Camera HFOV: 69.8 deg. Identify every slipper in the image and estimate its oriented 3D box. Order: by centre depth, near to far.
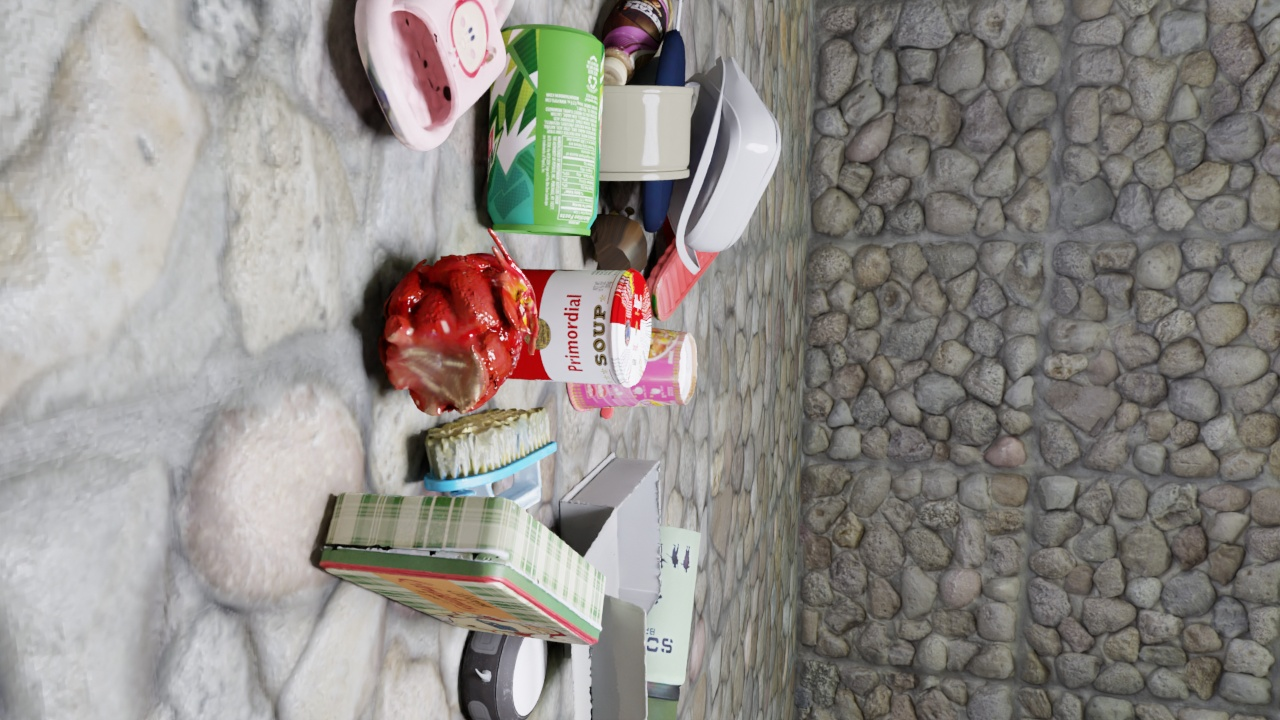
[{"bbox_3d":[-0.116,-0.215,0.578,0.107,0.056,0.221,78,20,-46],"label":"slipper"},{"bbox_3d":[0.055,-0.155,1.164,0.248,0.059,0.104,-59,152,-28],"label":"slipper"}]

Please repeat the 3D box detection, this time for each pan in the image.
[{"bbox_3d":[0.036,-0.307,0.926,0.198,0.021,0.356,-32,129,-84],"label":"pan"}]

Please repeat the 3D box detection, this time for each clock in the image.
[{"bbox_3d":[-0.101,0.244,0.720,0.091,0.044,0.123,-70,156,-46],"label":"clock"}]

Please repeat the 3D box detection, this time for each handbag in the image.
[{"bbox_3d":[0.063,-0.237,1.046,0.222,0.095,0.216,-109,-147,-42],"label":"handbag"}]

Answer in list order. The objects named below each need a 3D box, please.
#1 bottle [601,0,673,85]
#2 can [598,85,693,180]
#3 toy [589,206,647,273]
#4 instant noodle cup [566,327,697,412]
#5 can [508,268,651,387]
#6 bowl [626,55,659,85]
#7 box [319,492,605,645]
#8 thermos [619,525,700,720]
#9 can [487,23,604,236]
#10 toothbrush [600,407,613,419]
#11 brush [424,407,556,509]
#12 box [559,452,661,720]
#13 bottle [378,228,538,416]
[{"bbox_3d":[-0.013,-0.312,0.903,0.165,0.060,0.060,-70,156,-44],"label":"bottle"},{"bbox_3d":[-0.020,-0.194,0.780,0.127,0.128,0.073,-40,133,-68],"label":"can"},{"bbox_3d":[-0.022,-0.123,0.917,0.076,0.063,0.099,42,32,-20],"label":"toy"},{"bbox_3d":[-0.005,0.005,0.893,0.097,0.109,0.097,3,89,-73],"label":"instant noodle cup"},{"bbox_3d":[-0.059,-0.026,0.690,0.086,0.116,0.086,3,89,-73],"label":"can"},{"bbox_3d":[0.005,-0.273,0.984,0.106,0.039,0.106,10,88,-86],"label":"bowl"},{"bbox_3d":[-0.101,0.137,0.582,0.206,0.118,0.050,65,27,-61],"label":"box"},{"bbox_3d":[0.021,0.318,1.099,0.082,0.082,0.231,49,46,-67],"label":"thermos"},{"bbox_3d":[-0.071,-0.167,0.682,0.083,0.083,0.144,-16,109,-73],"label":"can"},{"bbox_3d":[-0.020,-0.036,1.005,0.018,0.012,0.212,62,34,-60],"label":"toothbrush"},{"bbox_3d":[-0.109,0.078,0.648,0.135,0.055,0.075,-19,106,-72],"label":"brush"},{"bbox_3d":[-0.035,0.217,0.848,0.367,0.098,0.166,-50,140,-74],"label":"box"},{"bbox_3d":[-0.107,-0.023,0.569,0.111,0.099,0.099,-62,151,-64],"label":"bottle"}]
